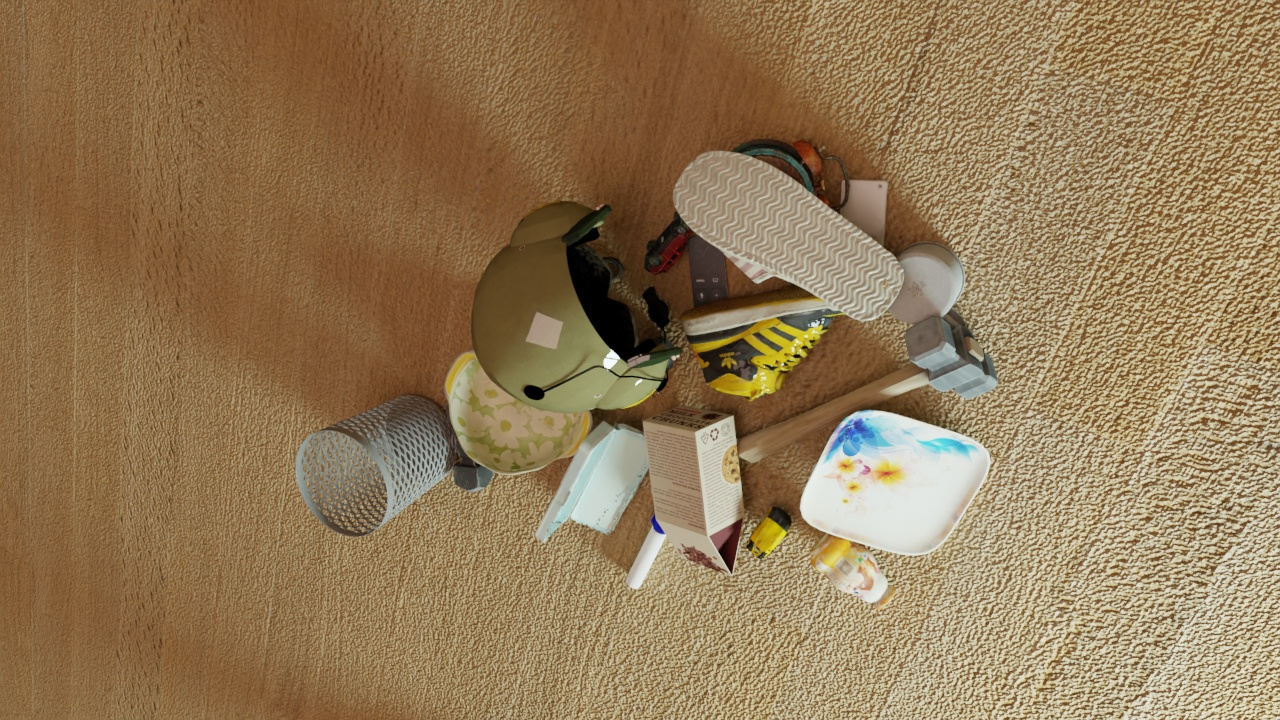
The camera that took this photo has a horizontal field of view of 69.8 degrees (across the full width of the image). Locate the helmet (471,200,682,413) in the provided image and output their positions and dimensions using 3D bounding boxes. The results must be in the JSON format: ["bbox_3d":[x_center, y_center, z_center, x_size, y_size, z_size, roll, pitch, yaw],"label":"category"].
[{"bbox_3d":[-0.080,-0.053,1.075,0.233,0.255,0.250,-25,95,24],"label":"helmet"}]

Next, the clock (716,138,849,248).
[{"bbox_3d":[0.156,-0.191,1.043,0.158,0.073,0.121,-9,108,11],"label":"clock"}]

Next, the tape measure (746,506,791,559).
[{"bbox_3d":[0.166,0.220,1.172,0.037,0.065,0.064,38,96,8],"label":"tape measure"}]

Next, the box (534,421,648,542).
[{"bbox_3d":[-0.060,0.170,1.228,0.122,0.078,0.198,14,128,-17],"label":"box"}]

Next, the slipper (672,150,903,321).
[{"bbox_3d":[0.157,-0.131,0.991,0.263,0.052,0.115,32,100,8],"label":"slipper"}]

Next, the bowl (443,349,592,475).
[{"bbox_3d":[-0.160,0.062,1.247,0.219,0.060,0.188,26,84,14],"label":"bowl"}]

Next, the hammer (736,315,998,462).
[{"bbox_3d":[0.246,0.051,1.075,0.117,0.051,0.324,28,137,-36],"label":"hammer"}]

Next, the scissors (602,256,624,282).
[{"bbox_3d":[-0.074,-0.069,1.218,0.171,0.012,0.157,-39,88,29],"label":"scissors"}]

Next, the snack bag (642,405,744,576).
[{"bbox_3d":[0.072,0.171,1.178,0.094,0.069,0.206,9,112,48],"label":"snack bag"}]

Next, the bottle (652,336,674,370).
[{"bbox_3d":[-0.007,0.007,1.193,0.113,0.046,0.047,-25,95,29],"label":"bottle"}]

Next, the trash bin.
[{"bbox_3d":[-0.370,0.143,1.323,0.157,0.182,0.156,8,109,22],"label":"trash bin"}]

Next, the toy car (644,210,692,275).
[{"bbox_3d":[0.037,-0.145,1.127,0.036,0.042,0.091,25,126,-17],"label":"toy car"}]

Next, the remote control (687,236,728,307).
[{"bbox_3d":[0.087,-0.082,1.143,0.045,0.008,0.147,0,106,24],"label":"remote control"}]

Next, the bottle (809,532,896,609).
[{"bbox_3d":[0.265,0.261,1.142,0.109,0.063,0.063,43,118,7],"label":"bottle"}]

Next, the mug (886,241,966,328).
[{"bbox_3d":[0.318,-0.073,1.007,0.084,0.070,0.113,-40,86,29],"label":"mug"}]

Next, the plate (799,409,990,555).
[{"bbox_3d":[0.296,0.143,1.081,0.187,0.016,0.187,17,121,-3],"label":"plate"}]

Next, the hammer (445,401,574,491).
[{"bbox_3d":[-0.123,0.126,1.291,0.323,0.043,0.156,4,108,21],"label":"hammer"}]

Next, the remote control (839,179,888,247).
[{"bbox_3d":[0.252,-0.138,1.049,0.050,0.011,0.136,7,109,22],"label":"remote control"}]

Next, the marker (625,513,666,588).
[{"bbox_3d":[0.013,0.261,1.280,0.027,0.023,0.133,41,120,32],"label":"marker"}]

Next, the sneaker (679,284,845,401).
[{"bbox_3d":[0.170,-0.022,1.075,0.239,0.085,0.122,-9,108,28],"label":"sneaker"}]
